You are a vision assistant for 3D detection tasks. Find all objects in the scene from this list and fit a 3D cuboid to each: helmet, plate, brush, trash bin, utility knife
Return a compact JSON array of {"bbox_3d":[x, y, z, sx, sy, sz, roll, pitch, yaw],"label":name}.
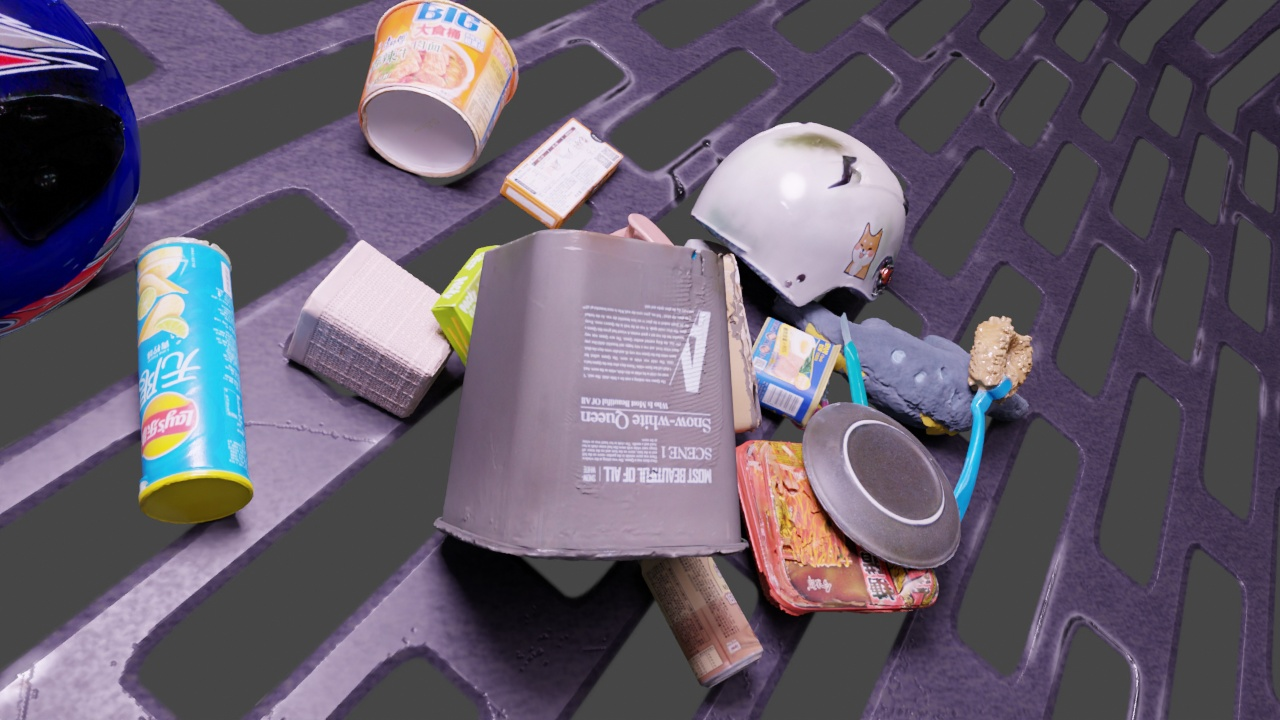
[{"bbox_3d":[-0.474,-0.118,0.575,0.248,0.241,0.314,3,34,21],"label":"helmet"},{"bbox_3d":[0.230,0.108,0.852,0.179,0.024,0.179,19,43,-19],"label":"plate"},{"bbox_3d":[0.352,0.064,0.947,0.083,0.046,0.254,44,60,-31],"label":"brush"},{"bbox_3d":[-0.034,0.028,0.688,0.198,0.199,0.219,5,86,-30],"label":"trash bin"},{"bbox_3d":[0.229,0.039,0.965,0.029,0.013,0.182,-7,86,-51],"label":"utility knife"},{"bbox_3d":[0.200,-0.184,1.041,0.273,0.157,0.230,-8,45,-39],"label":"helmet"},{"bbox_3d":[0.022,-0.081,0.949,0.063,0.073,0.145,-29,75,-42],"label":"brush"}]

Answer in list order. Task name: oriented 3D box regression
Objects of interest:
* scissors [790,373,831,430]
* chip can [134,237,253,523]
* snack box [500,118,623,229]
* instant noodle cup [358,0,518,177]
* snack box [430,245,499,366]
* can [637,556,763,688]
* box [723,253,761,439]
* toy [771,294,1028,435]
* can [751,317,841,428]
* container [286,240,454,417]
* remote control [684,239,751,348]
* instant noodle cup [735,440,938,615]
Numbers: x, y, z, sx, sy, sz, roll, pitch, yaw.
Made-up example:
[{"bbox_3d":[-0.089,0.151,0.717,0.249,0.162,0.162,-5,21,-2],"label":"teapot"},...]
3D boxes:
[{"bbox_3d":[0.204,0.041,0.999,0.073,0.017,0.137,34,43,-1],"label":"scissors"},{"bbox_3d":[-0.333,0.011,0.678,0.071,0.071,0.210,-1,56,-30],"label":"chip can"},{"bbox_3d":[-0.084,-0.208,1.019,0.075,0.026,0.153,36,47,-1],"label":"snack box"},{"bbox_3d":[-0.207,-0.263,0.918,0.151,0.152,0.111,20,57,-15],"label":"instant noodle cup"},{"bbox_3d":[-0.114,-0.010,0.782,0.156,0.026,0.085,65,34,-34],"label":"snack box"},{"bbox_3d":[0.048,0.203,0.754,0.058,0.059,0.116,-14,64,-36],"label":"can"},{"bbox_3d":[0.072,-0.005,0.866,0.061,0.090,0.184,-7,83,1],"label":"box"},{"bbox_3d":[0.313,0.018,1.033,0.356,0.092,0.137,20,29,-17],"label":"toy"},{"bbox_3d":[0.152,0.010,0.954,0.083,0.057,0.101,24,45,8],"label":"can"},{"bbox_3d":[-0.214,-0.021,0.760,0.111,0.090,0.089,33,46,-7],"label":"container"},{"bbox_3d":[0.083,-0.070,1.010,0.058,0.021,0.149,10,52,-23],"label":"remote control"},{"bbox_3d":[0.165,0.159,0.840,0.188,0.079,0.164,7,52,-26],"label":"instant noodle cup"}]
